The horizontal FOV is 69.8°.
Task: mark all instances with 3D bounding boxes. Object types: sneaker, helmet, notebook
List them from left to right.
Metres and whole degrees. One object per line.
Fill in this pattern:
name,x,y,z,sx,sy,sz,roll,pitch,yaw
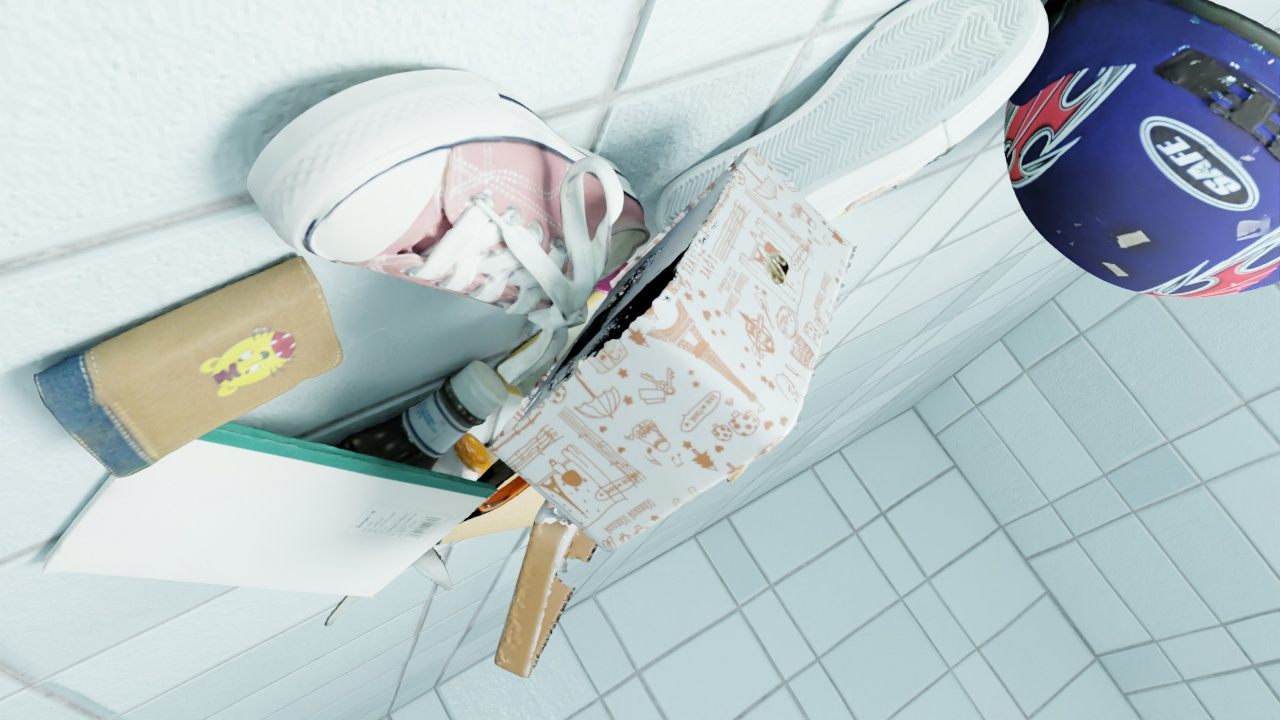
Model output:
notebook,-0.211,0.097,0.547,0.151,0.012,0.209,-40,141,26
sneaker,-0.054,-0.052,0.402,0.118,0.088,0.240,-38,165,21
sneaker,0.128,-0.120,0.541,0.243,0.089,0.090,-33,150,15
helmet,0.362,-0.165,0.563,0.240,0.247,0.315,-50,172,-6

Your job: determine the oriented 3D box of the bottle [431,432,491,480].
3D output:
bottle,-0.163,0.098,0.694,0.108,0.063,0.063,-38,164,18

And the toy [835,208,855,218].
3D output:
toy,0.138,-0.123,0.671,0.100,0.031,0.097,-32,163,-1

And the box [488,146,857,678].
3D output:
box,-0.006,0.036,0.487,0.260,0.110,0.178,-42,-169,38

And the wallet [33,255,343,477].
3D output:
wallet,-0.192,0.003,0.410,0.115,0.033,0.090,-31,164,-20

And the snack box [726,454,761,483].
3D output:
snack box,0.090,0.047,0.962,0.118,0.117,0.105,-48,175,20

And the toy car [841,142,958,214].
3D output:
toy car,0.158,-0.140,0.615,0.120,0.054,0.037,-31,163,-7

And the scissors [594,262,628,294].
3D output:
scissors,0.027,-0.047,0.564,0.137,0.017,0.073,8,169,15

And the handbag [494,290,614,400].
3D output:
handbag,-0.004,0.004,0.699,0.163,0.063,0.178,-35,160,13

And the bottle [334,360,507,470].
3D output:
bottle,-0.175,0.071,0.626,0.195,0.044,0.080,-37,157,11

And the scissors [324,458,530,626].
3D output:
scissors,-0.158,0.123,0.649,0.235,0.021,0.221,-36,149,7

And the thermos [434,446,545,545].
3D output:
thermos,-0.116,0.108,0.790,0.143,0.093,0.093,-12,156,-32
